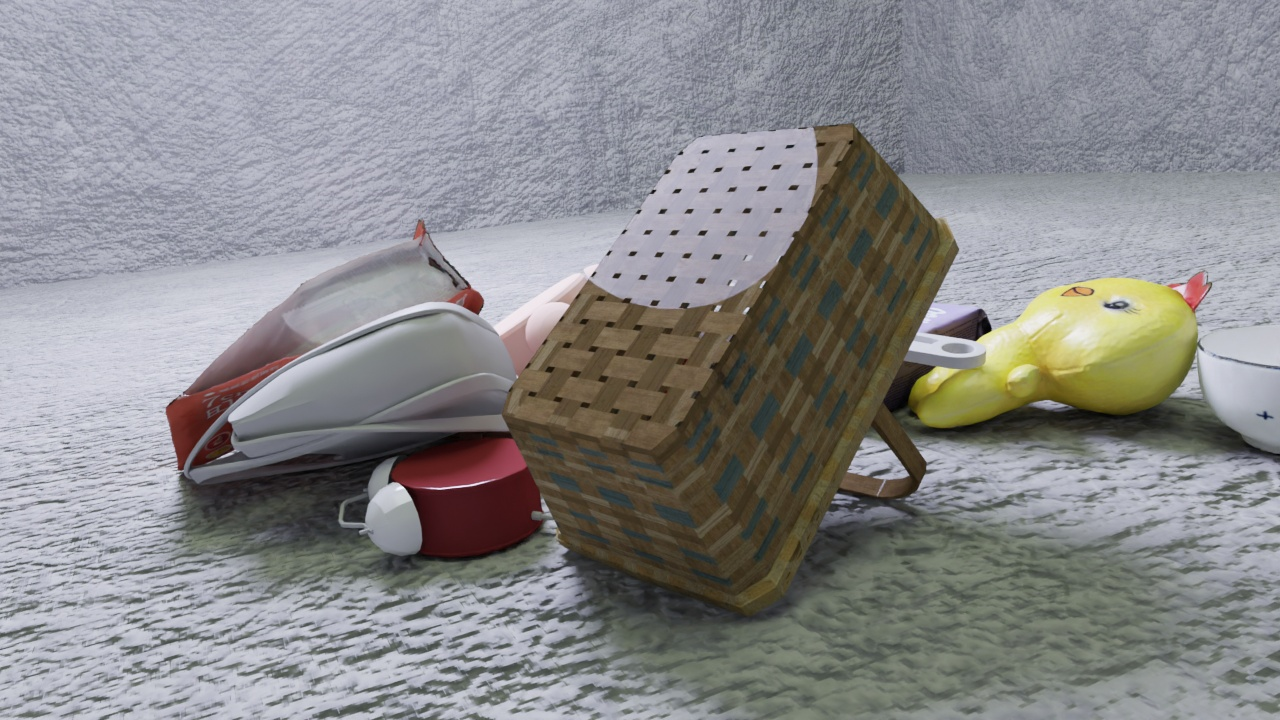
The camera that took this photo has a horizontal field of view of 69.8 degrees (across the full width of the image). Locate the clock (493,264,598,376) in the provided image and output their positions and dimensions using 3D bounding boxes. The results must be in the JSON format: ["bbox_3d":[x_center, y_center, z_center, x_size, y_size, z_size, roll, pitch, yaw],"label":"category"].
[{"bbox_3d":[-0.096,-0.031,0.807,0.161,0.086,0.130,-18,19,36],"label":"clock"}]

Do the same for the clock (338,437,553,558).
[{"bbox_3d":[-0.110,0.079,0.532,0.124,0.044,0.087,-8,14,-13],"label":"clock"}]

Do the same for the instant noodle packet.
[{"bbox_3d":[-0.240,0.008,0.682,0.220,0.084,0.165,-36,-4,-31],"label":"instant noodle packet"}]

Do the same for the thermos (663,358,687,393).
[{"bbox_3d":[-0.004,0.004,0.739,0.073,0.073,0.239,-2,14,13],"label":"thermos"}]

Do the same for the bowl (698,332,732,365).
[{"bbox_3d":[0.105,-0.013,0.792,0.118,0.062,0.118,-5,13,1],"label":"bowl"}]

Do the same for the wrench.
[{"bbox_3d":[0.125,-0.027,0.691,0.274,0.018,0.086,11,26,37],"label":"wrench"}]

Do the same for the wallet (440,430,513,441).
[{"bbox_3d":[-0.102,0.049,0.716,0.121,0.013,0.087,2,16,33],"label":"wallet"}]

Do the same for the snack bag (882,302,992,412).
[{"bbox_3d":[0.189,-0.004,0.726,0.204,0.058,0.096,-19,22,-40],"label":"snack bag"}]

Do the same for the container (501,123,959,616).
[{"bbox_3d":[0.064,0.013,0.505,0.158,0.186,0.249,9,57,44],"label":"container"}]

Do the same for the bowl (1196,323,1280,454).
[{"bbox_3d":[0.397,0.019,0.547,0.113,0.063,0.113,-5,14,1],"label":"bowl"}]

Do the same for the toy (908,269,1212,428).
[{"bbox_3d":[0.290,-0.001,0.635,0.208,0.092,0.133,-14,11,8],"label":"toy"}]

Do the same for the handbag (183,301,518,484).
[{"bbox_3d":[-0.195,0.044,0.625,0.223,0.095,0.216,-22,-8,3],"label":"handbag"}]
